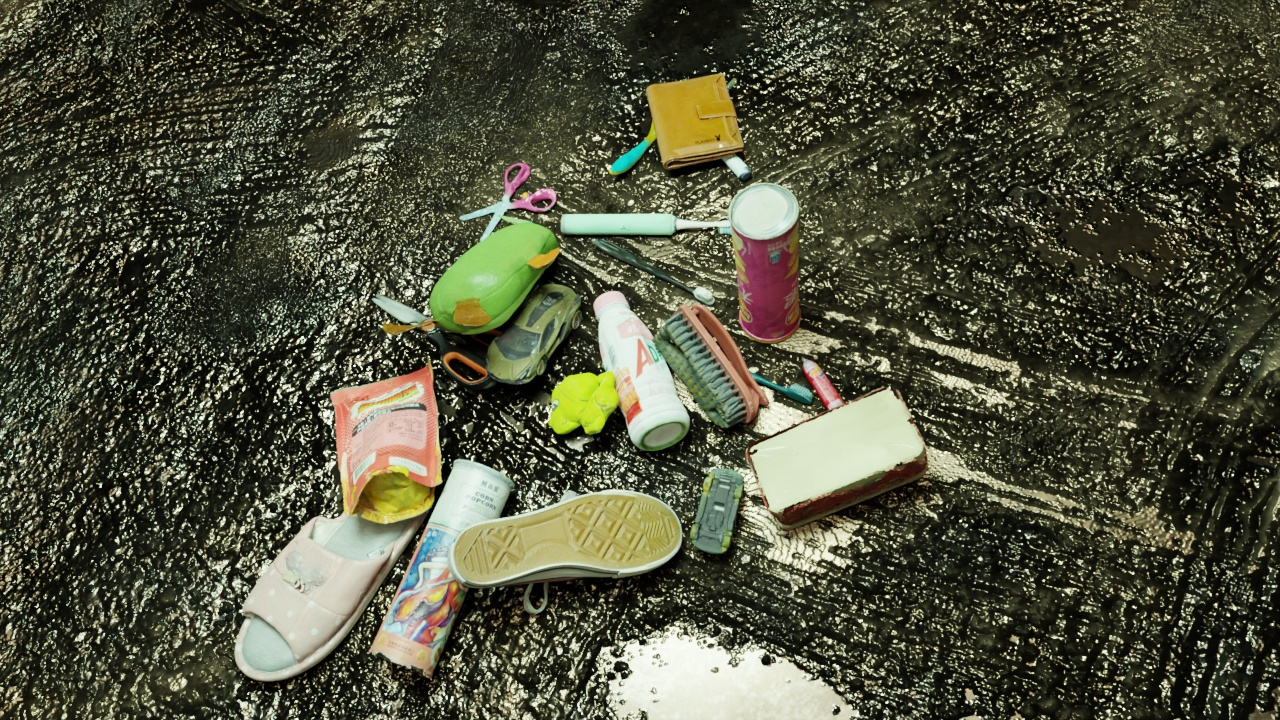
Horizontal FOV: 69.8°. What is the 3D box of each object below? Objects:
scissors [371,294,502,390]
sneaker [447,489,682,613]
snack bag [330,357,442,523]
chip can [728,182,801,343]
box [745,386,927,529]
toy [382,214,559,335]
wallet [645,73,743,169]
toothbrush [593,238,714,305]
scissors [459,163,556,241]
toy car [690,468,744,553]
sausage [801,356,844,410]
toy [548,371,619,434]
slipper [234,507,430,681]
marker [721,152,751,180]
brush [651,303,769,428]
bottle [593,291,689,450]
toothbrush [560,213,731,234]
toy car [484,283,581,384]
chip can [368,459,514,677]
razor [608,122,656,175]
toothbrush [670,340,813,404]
[{"bbox_3d":[-0.241,-0.042,1.139,0.136,0.022,0.235,-30,54,-16],"label":"scissors"},{"bbox_3d":[-0.079,0.192,0.945,0.240,0.088,0.118,-6,72,-18],"label":"sneaker"},{"bbox_3d":[-0.284,0.083,1.033,0.128,0.073,0.207,-21,41,-3],"label":"snack bag"},{"bbox_3d":[0.136,-0.098,0.986,0.071,0.211,0.071,-4,62,8],"label":"chip can"},{"bbox_3d":[0.199,0.099,0.931,0.168,0.079,0.091,-24,61,9],"label":"box"},{"bbox_3d":[-0.177,-0.094,1.077,0.228,0.090,0.245,-10,29,40],"label":"toy"},{"bbox_3d":[0.076,-0.313,1.194,0.119,0.035,0.130,-13,62,3],"label":"wallet"},{"bbox_3d":[0.014,-0.112,1.127,0.181,0.018,0.015,29,74,24],"label":"toothbrush"},{"bbox_3d":[-0.178,-0.214,1.215,0.133,0.017,0.125,-15,63,6],"label":"scissors"},{"bbox_3d":[0.082,0.159,0.960,0.043,0.036,0.091,12,64,15],"label":"toy car"},{"bbox_3d":[0.216,0.056,1.000,0.020,0.020,0.155,-25,61,-4],"label":"sausage"},{"bbox_3d":[-0.064,0.047,1.028,0.097,0.031,0.100,-57,42,7],"label":"toy"},{"bbox_3d":[-0.331,0.220,0.990,0.114,0.054,0.273,31,69,23],"label":"slipper"},{"bbox_3d":[0.104,-0.281,1.199,0.022,0.018,0.130,-28,61,-16],"label":"marker"},{"bbox_3d":[0.082,0.006,1.015,0.069,0.063,0.146,-31,80,-27],"label":"brush"},{"bbox_3d":[-0.006,0.006,1.042,0.068,0.068,0.196,-21,57,-2],"label":"bottle"},{"bbox_3d":[0.009,-0.171,1.152,0.225,0.027,0.026,1,28,11],"label":"toothbrush"},{"bbox_3d":[-0.125,-0.033,1.080,0.070,0.042,0.157,16,50,17],"label":"toy car"},{"bbox_3d":[-0.206,0.215,0.961,0.071,0.071,0.214,15,67,17],"label":"chip can"},{"bbox_3d":[0.000,-0.285,1.211,0.043,0.028,0.132,33,66,14],"label":"razor"},{"bbox_3d":[0.110,0.006,1.048,0.192,0.016,0.018,25,53,21],"label":"toothbrush"}]
